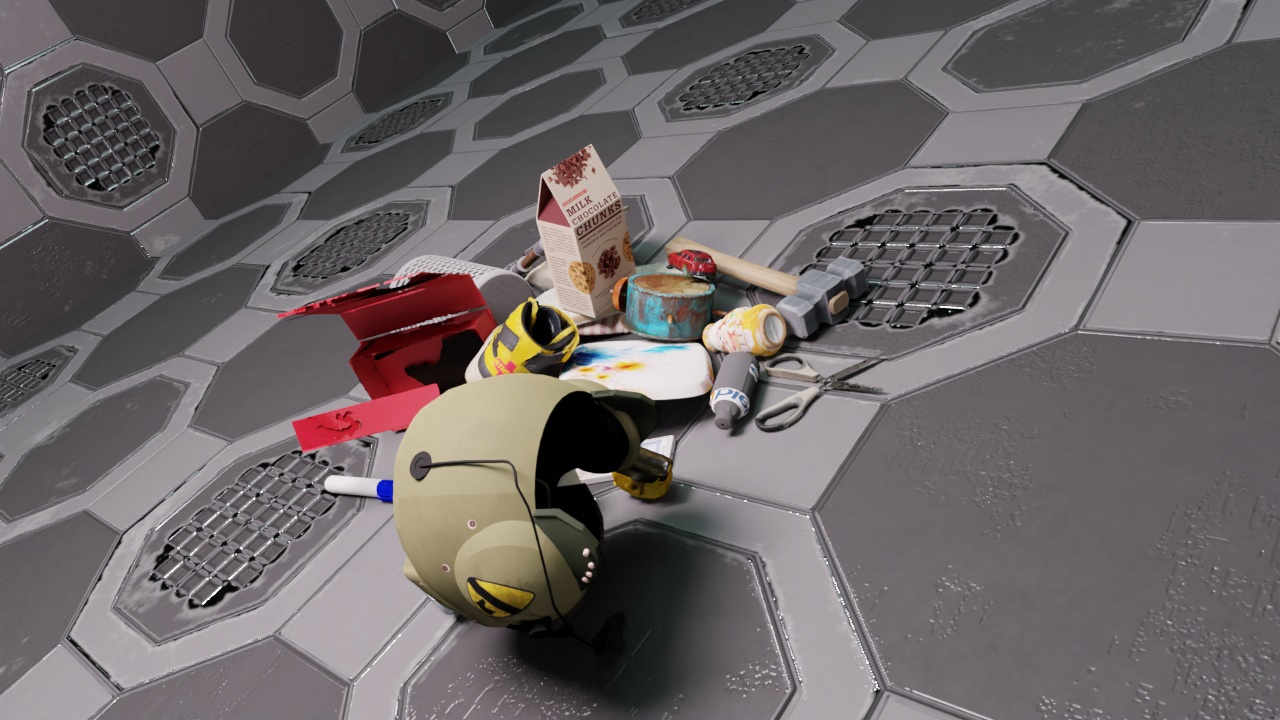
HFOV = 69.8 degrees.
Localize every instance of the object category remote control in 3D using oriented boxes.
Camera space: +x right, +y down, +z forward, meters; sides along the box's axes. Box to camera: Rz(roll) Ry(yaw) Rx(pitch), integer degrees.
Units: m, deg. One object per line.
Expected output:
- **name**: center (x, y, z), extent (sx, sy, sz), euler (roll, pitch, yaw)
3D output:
- **remote control**: center (-0.027, 0.116, 1.055), extent (0.136, 0.011, 0.050), euler (-12, 34, 21)

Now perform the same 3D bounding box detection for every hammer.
- **hammer**: center (0.145, -0.118, 1.223), extent (0.117, 0.051, 0.323), euler (-36, 37, -22)
- **hammer**: center (-0.169, -0.154, 1.399), extent (0.155, 0.043, 0.323), euler (-36, 7, -17)

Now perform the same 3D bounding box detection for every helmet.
- **helmet**: center (-0.102, 0.134, 0.826), extent (0.233, 0.256, 0.249), euler (-6, 35, 23)

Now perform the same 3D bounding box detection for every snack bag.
- **snack bag**: center (-0.076, -0.174, 1.230), extent (0.070, 0.207, 0.094), euler (19, 45, 37)

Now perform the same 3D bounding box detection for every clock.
- **clock**: center (0.026, -0.072, 1.212), extent (0.121, 0.073, 0.158), euler (-10, 25, -34)

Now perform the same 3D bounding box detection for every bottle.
- **bottle**: center (0.106, 0.035, 1.048), extent (0.047, 0.047, 0.112), euler (-7, 36, 27)
- **bottle**: center (0.125, -0.033, 1.123), extent (0.109, 0.063, 0.063), euler (-7, 33, 53)

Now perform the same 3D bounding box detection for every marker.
- **marker**: center (-0.364, 0.168, 1.206), extent (0.133, 0.023, 0.027), euler (-1, 60, 34)

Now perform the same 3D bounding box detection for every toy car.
- **toy car**: center (0.068, -0.129, 1.220), extent (0.042, 0.036, 0.091), euler (1, 11, -23)

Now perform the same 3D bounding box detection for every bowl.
- **bowl**: center (-0.085, -0.155, 1.412), extent (0.220, 0.060, 0.187), euler (-32, 5, 36)

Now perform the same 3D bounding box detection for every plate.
- **plate**: center (-0.007, 0.006, 1.114), extent (0.187, 0.016, 0.186), euler (-2, 19, 2)

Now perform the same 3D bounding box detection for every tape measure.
- **tape measure**: center (0.000, 0.121, 0.978), extent (0.065, 0.064, 0.037), euler (21, 54, 9)

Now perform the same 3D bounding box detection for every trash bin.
- **trash bin**: center (-0.262, -0.071, 1.368), extent (0.184, 0.156, 0.156), euler (12, 47, 41)

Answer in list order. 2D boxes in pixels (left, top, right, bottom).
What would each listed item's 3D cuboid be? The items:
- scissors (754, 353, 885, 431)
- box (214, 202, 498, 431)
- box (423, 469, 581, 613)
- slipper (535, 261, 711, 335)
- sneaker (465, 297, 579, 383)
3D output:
- **scissors**: center (0.191, 0.029, 1.028), extent (0.157, 0.012, 0.170), euler (-41, 33, -21)
- **box**: center (-0.324, -0.062, 1.191), extent (0.212, 0.378, 0.123), euler (-13, 50, 17)
- **box**: center (-0.154, 0.180, 0.987), extent (0.197, 0.078, 0.122), euler (-41, 16, -22)
- **slipper**: center (-0.025, -0.085, 1.319), extent (0.263, 0.052, 0.115), euler (-14, 35, -2)
- **sneaker**: center (-0.132, -0.031, 1.160), extent (0.122, 0.086, 0.238), euler (-43, 9, 21)
